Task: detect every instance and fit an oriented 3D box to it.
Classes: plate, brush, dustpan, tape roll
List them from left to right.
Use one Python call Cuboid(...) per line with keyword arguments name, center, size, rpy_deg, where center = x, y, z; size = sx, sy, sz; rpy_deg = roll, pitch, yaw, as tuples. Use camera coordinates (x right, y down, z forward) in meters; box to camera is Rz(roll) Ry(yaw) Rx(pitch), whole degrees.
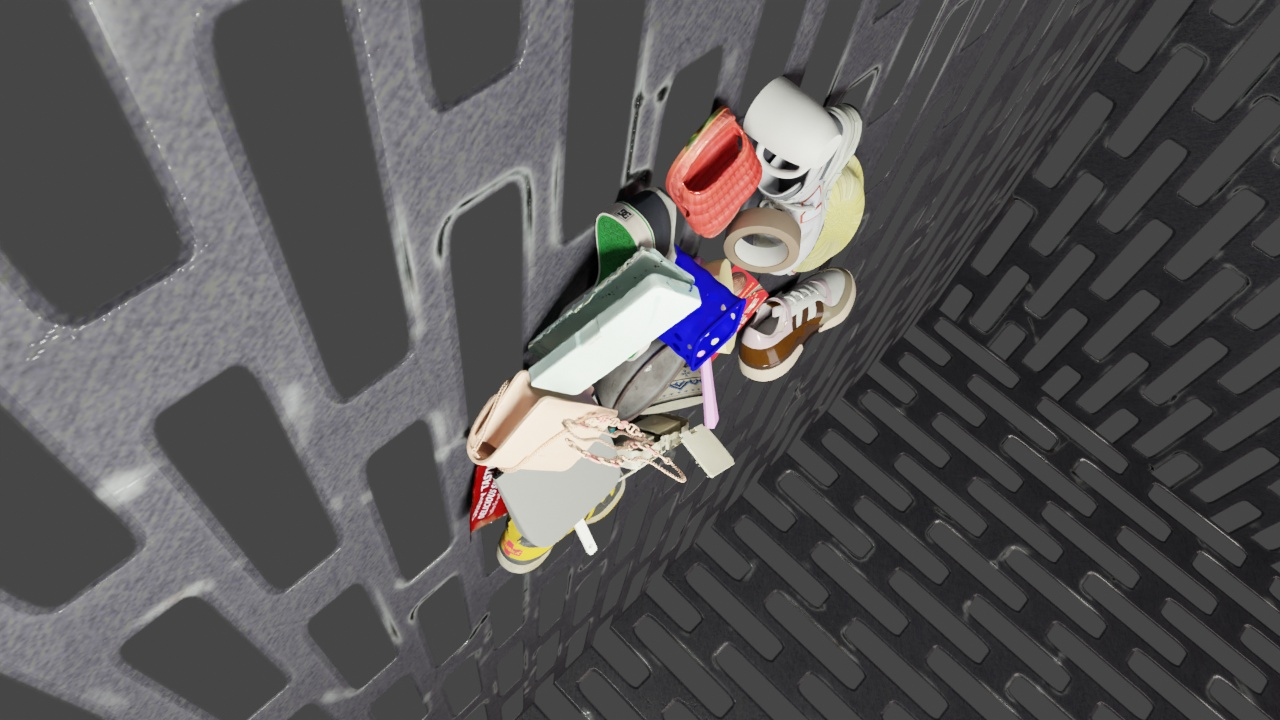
Cuboid(name="dustpan", center=(-0.092, 0.178, 1.196), size=(0.162, 0.033, 0.258), rpy_deg=(-41, 134, -24))
Cuboid(name="brush", center=(0.096, -0.020, 1.183), size=(0.089, 0.043, 0.229), rpy_deg=(-51, 137, -65))
Cuboid(name="tape roll", center=(0.151, -0.148, 1.139), size=(0.094, 0.094, 0.030), rpy_deg=(100, 1, -60))
Cuboid(name="plate", center=(0.273, -0.206, 1.317), size=(0.184, 0.036, 0.185), rpy_deg=(-25, 132, -31))

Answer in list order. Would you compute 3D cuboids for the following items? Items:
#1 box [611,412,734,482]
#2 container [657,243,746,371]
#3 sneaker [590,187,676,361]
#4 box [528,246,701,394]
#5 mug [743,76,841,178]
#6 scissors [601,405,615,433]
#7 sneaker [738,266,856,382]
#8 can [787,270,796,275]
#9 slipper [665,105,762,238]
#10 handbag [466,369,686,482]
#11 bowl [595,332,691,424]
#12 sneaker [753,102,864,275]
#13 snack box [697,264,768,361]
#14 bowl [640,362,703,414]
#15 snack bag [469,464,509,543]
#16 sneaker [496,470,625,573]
Cuboid(name="box", center=(0.031, 0.140, 1.349), size=(0.143, 0.182, 0.081), rpy_deg=(-24, 119, -45))
Cuboid(name="container", center=(0.050, -0.063, 1.071), size=(0.084, 0.113, 0.085), rpy_deg=(-41, 162, -21))
Cuboid(name="sneaker", center=(0.000, -0.085, 0.960), size=(0.078, 0.084, 0.236), rpy_deg=(-40, 158, -26))
Cuboid(name="box", center=(-0.029, -0.029, 0.904), size=(0.199, 0.086, 0.072), rpy_deg=(-37, -159, 37))
Cuboid(name="mug", center=(0.164, -0.240, 1.002), size=(0.071, 0.089, 0.107), rpy_deg=(-37, 160, -33))
Cuboid(name="scissors", center=(-0.045, 0.086, 1.262), size=(0.019, 0.134, 0.130), rpy_deg=(-2, 134, -4))
Cuboid(name="sneaker", center=(0.271, -0.096, 1.607), size=(0.293, 0.112, 0.116), rpy_deg=(-40, 141, -24))
Cuboid(name="can", center=(0.238, -0.180, 1.383), size=(0.097, 0.054, 0.054), rpy_deg=(-51, 163, 11))
Cuboid(name="slipper", center=(0.088, -0.185, 0.994), size=(0.103, 0.059, 0.249), rpy_deg=(-47, 165, -4))
Cuboid(name="handbag", center=(-0.081, 0.108, 0.990), size=(0.117, 0.187, 0.198), rpy_deg=(-53, 151, 11))
Cuboid(name="bowl", center=(-0.007, 0.007, 1.168), size=(0.144, 0.067, 0.145), rpy_deg=(-43, 162, -17))
Cuboid(name="sneaker", center=(0.184, -0.210, 1.150), size=(0.124, 0.089, 0.240), rpy_deg=(-17, 137, -52))
Cuboid(name="snack box", center=(0.120, -0.063, 1.381), size=(0.152, 0.036, 0.132), rpy_deg=(-50, 163, 6))
Cuboid(name="bowl", center=(0.046, 0.036, 1.330), size=(0.115, 0.059, 0.115), rpy_deg=(-12, 170, -2))
Cuboid(name="snack bag", center=(-0.135, 0.144, 1.171), size=(0.207, 0.066, 0.139), rpy_deg=(-26, 145, -49))
Cuboid(name="sneaker", center=(-0.105, 0.199, 1.322), size=(0.237, 0.086, 0.122), rpy_deg=(-37, 159, -36))
